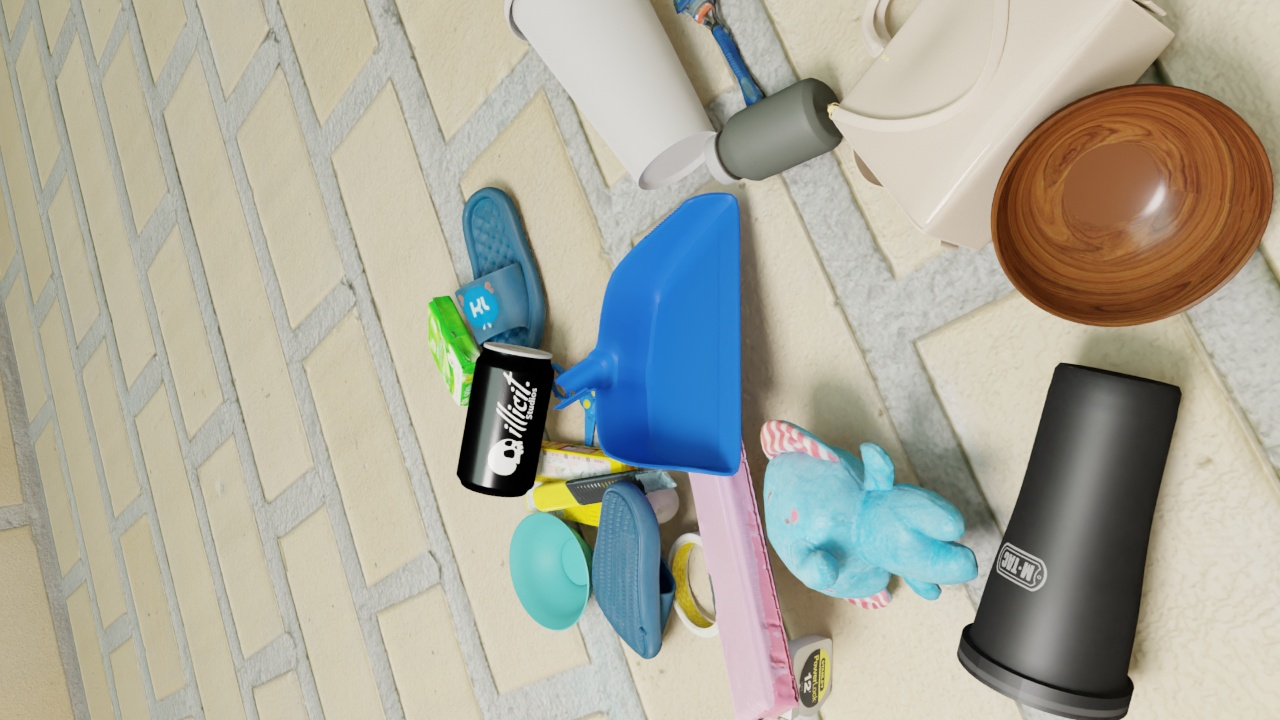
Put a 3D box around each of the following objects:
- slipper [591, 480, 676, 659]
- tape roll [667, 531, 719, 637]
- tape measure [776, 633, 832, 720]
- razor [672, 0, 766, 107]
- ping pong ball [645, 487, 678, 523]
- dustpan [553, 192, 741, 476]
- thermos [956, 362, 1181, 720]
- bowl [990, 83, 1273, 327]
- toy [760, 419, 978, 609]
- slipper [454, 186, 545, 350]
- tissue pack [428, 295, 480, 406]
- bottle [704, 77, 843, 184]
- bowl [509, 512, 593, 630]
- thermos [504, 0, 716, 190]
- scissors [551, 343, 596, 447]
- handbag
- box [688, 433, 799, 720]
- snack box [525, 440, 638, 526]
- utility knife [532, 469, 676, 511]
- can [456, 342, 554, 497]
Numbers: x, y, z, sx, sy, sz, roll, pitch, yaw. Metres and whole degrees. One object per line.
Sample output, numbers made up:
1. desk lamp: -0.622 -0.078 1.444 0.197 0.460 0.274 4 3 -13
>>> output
1. slipper: 0.000 0.198 0.855 0.104 0.059 0.214 47 146 41
2. tape roll: 0.058 0.203 0.834 0.094 0.019 0.094 9 101 58
3. tape measure: 0.135 0.261 0.754 0.017 0.064 0.064 6 95 42
4. razor: 0.074 -0.270 0.793 0.044 0.018 0.141 -38 72 41
5. ping pong ball: 0.016 0.134 0.867 0.040 0.040 0.040 5 97 42
6. dustpan: -0.005 0.005 0.837 0.258 0.059 0.245 -31 52 57
7. thermos: 0.280 0.115 0.590 0.106 0.105 0.219 17 100 40
8. bowl: 0.292 -0.101 0.563 0.147 0.068 0.147 8 121 13
9. toy: 0.158 0.129 0.676 0.181 0.114 0.183 8 126 58
10. slipper: -0.157 -0.085 0.994 0.104 0.059 0.213 -15 83 39
11. tissue pack: -0.209 -0.008 1.039 0.099 0.034 0.114 59 155 20
12. bottle: 0.106 -0.181 0.743 0.109 0.060 0.060 -17 83 42
13. bowl: -0.081 0.215 0.958 0.121 0.046 0.121 5 97 42
14. thermos: -0.022 -0.267 0.818 0.132 0.131 0.221 -39 76 37
15. scissors: -0.048 0.037 0.938 0.125 0.016 0.125 49 127 23
16. handbag: 0.215 -0.207 0.630 0.195 0.101 0.197 -54 47 31
17. box: 0.083 0.169 0.747 0.098 0.041 0.232 109 155 -57
18. snack box: -0.063 0.127 0.944 0.152 0.025 0.075 3 102 42
19. utility knife: -0.038 0.125 0.887 0.198 0.020 0.029 -15 91 45
20. can: -0.137 0.059 0.932 0.080 0.080 0.146 15 96 41
